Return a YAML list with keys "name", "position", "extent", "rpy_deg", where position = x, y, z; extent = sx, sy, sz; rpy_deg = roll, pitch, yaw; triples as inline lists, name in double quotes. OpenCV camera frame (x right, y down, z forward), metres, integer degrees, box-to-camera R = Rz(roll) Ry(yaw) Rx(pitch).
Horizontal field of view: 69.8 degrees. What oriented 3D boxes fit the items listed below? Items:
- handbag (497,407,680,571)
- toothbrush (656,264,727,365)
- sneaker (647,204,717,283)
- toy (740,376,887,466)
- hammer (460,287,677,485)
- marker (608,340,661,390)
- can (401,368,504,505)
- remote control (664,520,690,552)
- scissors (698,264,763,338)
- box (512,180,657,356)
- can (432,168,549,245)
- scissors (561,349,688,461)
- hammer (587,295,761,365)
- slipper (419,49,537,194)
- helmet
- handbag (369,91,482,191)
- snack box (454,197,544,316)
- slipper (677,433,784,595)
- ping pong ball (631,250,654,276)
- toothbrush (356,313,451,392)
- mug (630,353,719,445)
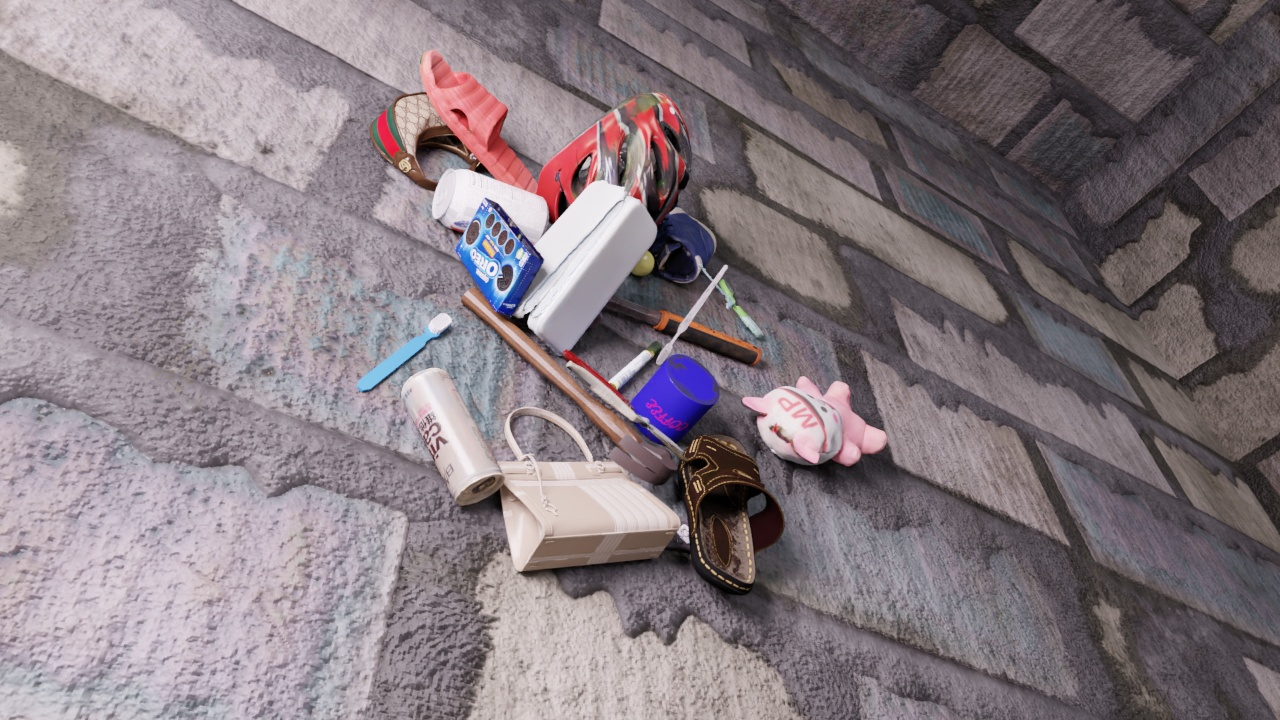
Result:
- name: "handbag"
  position: [-0.080, 0.123, 0.973]
  extent: [0.175, 0.062, 0.198]
  rpy_deg: [5, 38, -41]
- name: "toothbrush"
  position: [0.065, -0.056, 1.189]
  extent: [0.010, 0.182, 0.010]
  rpy_deg: [28, 38, -9]
- name: "sneaker"
  position: [0.011, -0.207, 1.404]
  extent: [0.233, 0.092, 0.118]
  rpy_deg: [41, 35, -14]
- name: "toy"
  position: [0.244, 0.092, 1.281]
  extent: [0.212, 0.084, 0.142]
  rpy_deg: [-1, 49, -47]
- name: "hammer"
  position: [-0.086, 0.027, 1.063]
  extent: [0.323, 0.033, 0.115]
  rpy_deg: [42, 7, 10]
- name: "marker"
  position: [-0.007, 0.007, 1.195]
  extent: [0.017, 0.017, 0.146]
  rpy_deg: [43, 33, 4]
- name: "can"
  position: [-0.188, 0.074, 0.910]
  extent: [0.054, 0.054, 0.135]
  rpy_deg: [-5, 54, -47]
- name: "remote control"
  position: [0.058, 0.201, 1.041]
  extent: [0.124, 0.009, 0.046]
  rpy_deg: [20, 38, -27]
- name: "scissors"
  position: [0.143, -0.089, 1.408]
  extent: [0.167, 0.023, 0.171]
  rpy_deg: [56, 15, -8]
- name: "box"
  position: [-0.091, -0.130, 1.131]
  extent: [0.124, 0.215, 0.106]
  rpy_deg: [33, -10, 25]
- name: "can"
  position: [-0.194, -0.195, 1.192]
  extent: [0.136, 0.078, 0.078]
  rpy_deg: [16, 41, -32]
- name: "scissors"
  position: [-0.026, 0.048, 1.070]
  extent: [0.187, 0.015, 0.179]
  rpy_deg: [43, 3, 31]
- name: "hammer"
  position: [0.042, -0.060, 1.306]
  extent: [0.314, 0.035, 0.137]
  rpy_deg: [19, 38, -29]
- name: "slipper"
  position: [-0.212, -0.329, 1.277]
  extent: [0.249, 0.059, 0.103]
  rpy_deg: [53, 22, -18]
- name: "helmet"
  position: [-0.029, -0.255, 1.259]
  extent: [0.217, 0.273, 0.167]
  rpy_deg: [-31, 81, -25]
- name: "handbag"
  position: [-0.282, -0.293, 1.250]
  extent: [0.138, 0.063, 0.166]
  rpy_deg: [57, 30, -5]
- name: "snack box"
  position: [-0.172, -0.126, 1.100]
  extent: [0.027, 0.082, 0.150]
  rpy_deg: [19, 22, -42]
- name: "slipper"
  position: [0.106, 0.159, 1.062]
  extent: [0.113, 0.076, 0.267]
  rpy_deg: [31, 27, -13]
- name: "ping pong ball"
  position: [0.000, -0.145, 1.356]
  extent: [0.040, 0.040, 0.040]
  rpy_deg: [25, 36, -21]
- name: "toothbrush"
  position: [-0.250, -0.011, 0.983]
  extent: [0.016, 0.014, 0.166]
  rpy_deg: [39, 34, -1]
- name: "mug"
  position: [0.046, 0.041, 1.146]
  extent: [0.079, 0.084, 0.111]
  rpy_deg: [38, 34, -3]
